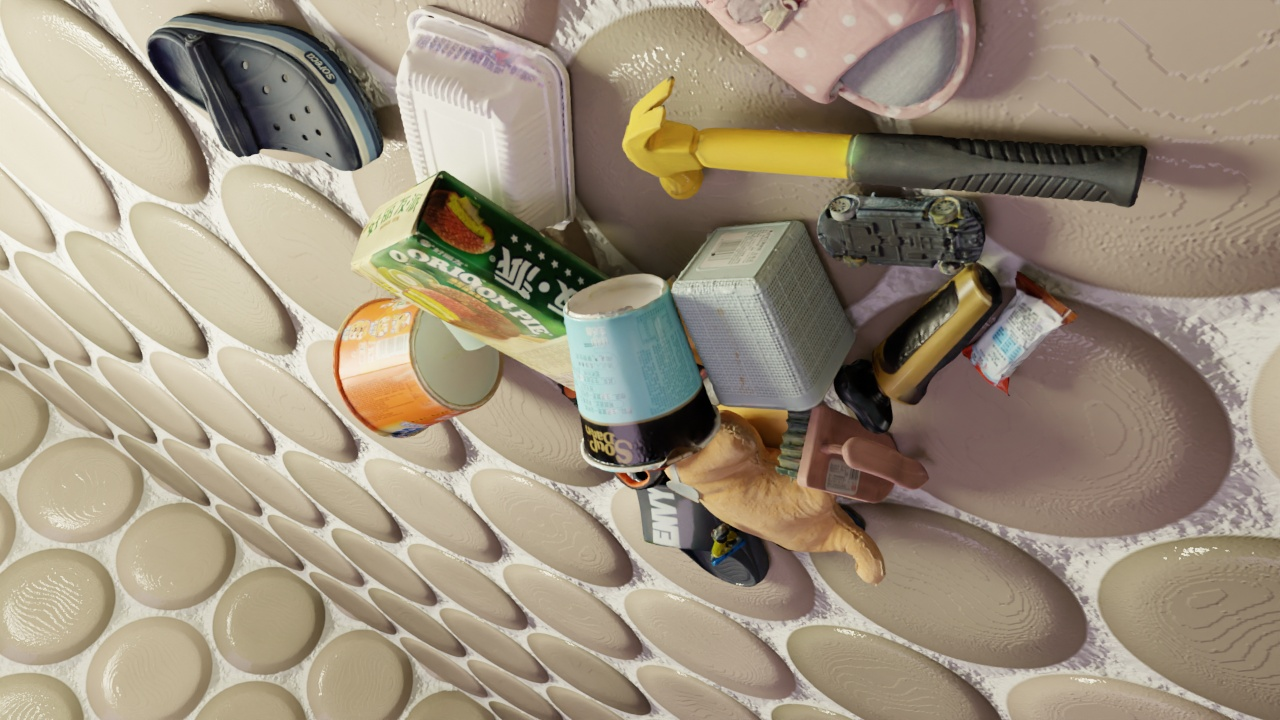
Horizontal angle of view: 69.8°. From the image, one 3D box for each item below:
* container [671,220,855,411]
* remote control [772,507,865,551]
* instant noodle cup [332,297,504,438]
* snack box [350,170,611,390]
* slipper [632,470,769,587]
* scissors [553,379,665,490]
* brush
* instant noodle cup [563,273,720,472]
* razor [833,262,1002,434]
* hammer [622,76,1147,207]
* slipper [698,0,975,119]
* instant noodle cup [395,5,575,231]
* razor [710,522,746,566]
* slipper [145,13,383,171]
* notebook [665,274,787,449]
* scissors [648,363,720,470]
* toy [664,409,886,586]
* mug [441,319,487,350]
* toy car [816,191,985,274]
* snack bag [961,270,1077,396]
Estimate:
[{"bbox_3d":[0.089,-0.035,0.667,0.090,0.089,0.111,2,133,39],"label":"container"},{"bbox_3d":[0.168,0.174,0.929,0.053,0.024,0.137,43,147,-15],"label":"remote control"},{"bbox_3d":[-0.219,-0.001,0.938,0.112,0.151,0.151,-12,127,38],"label":"instant noodle cup"},{"bbox_3d":[-0.100,-0.053,0.744,0.240,0.063,0.115,31,154,-32],"label":"snack box"},{"bbox_3d":[0.061,0.178,0.978,0.111,0.083,0.268,4,138,36],"label":"slipper"},{"bbox_3d":[-0.047,0.024,0.912,0.125,0.021,0.235,-34,85,27],"label":"scissors"},{"bbox_3d":[0.173,0.080,0.729,0.073,0.063,0.145,5,168,43],"label":"brush"},{"bbox_3d":[-0.004,0.004,0.682,0.111,0.111,0.120,6,120,37],"label":"instant noodle cup"},{"bbox_3d":[0.191,-0.009,0.639,0.067,0.062,0.168,5,148,-16],"label":"razor"},{"bbox_3d":[0.127,-0.120,0.542,0.301,0.033,0.128,10,173,24],"label":"hammer"},{"bbox_3d":[0.063,-0.223,0.468,0.274,0.054,0.114,41,147,-14],"label":"slipper"},{"bbox_3d":[-0.124,-0.168,0.705,0.138,0.060,0.174,24,145,15],"label":"instant noodle cup"},{"bbox_3d":[0.078,0.173,0.889,0.022,0.042,0.143,50,174,20],"label":"razor"},{"bbox_3d":[-0.338,-0.228,0.784,0.253,0.095,0.105,25,150,20],"label":"slipper"},{"bbox_3d":[0.064,0.020,0.830,0.206,0.010,0.146,42,147,-12],"label":"notebook"},{"bbox_3d":[0.055,0.034,0.772,0.015,0.214,0.197,18,-162,-47],"label":"scissors"},{"bbox_3d":[0.122,0.126,0.836,0.226,0.082,0.144,35,161,-8],"label":"toy"},{"bbox_3d":[-0.162,-0.079,0.842,0.106,0.082,0.111,54,177,-23],"label":"mug"},{"bbox_3d":[0.165,-0.084,0.584,0.106,0.031,0.049,7,139,33],"label":"toy car"},{"bbox_3d":[0.246,-0.015,0.606,0.048,0.026,0.104,47,152,24],"label":"snack bag"}]
